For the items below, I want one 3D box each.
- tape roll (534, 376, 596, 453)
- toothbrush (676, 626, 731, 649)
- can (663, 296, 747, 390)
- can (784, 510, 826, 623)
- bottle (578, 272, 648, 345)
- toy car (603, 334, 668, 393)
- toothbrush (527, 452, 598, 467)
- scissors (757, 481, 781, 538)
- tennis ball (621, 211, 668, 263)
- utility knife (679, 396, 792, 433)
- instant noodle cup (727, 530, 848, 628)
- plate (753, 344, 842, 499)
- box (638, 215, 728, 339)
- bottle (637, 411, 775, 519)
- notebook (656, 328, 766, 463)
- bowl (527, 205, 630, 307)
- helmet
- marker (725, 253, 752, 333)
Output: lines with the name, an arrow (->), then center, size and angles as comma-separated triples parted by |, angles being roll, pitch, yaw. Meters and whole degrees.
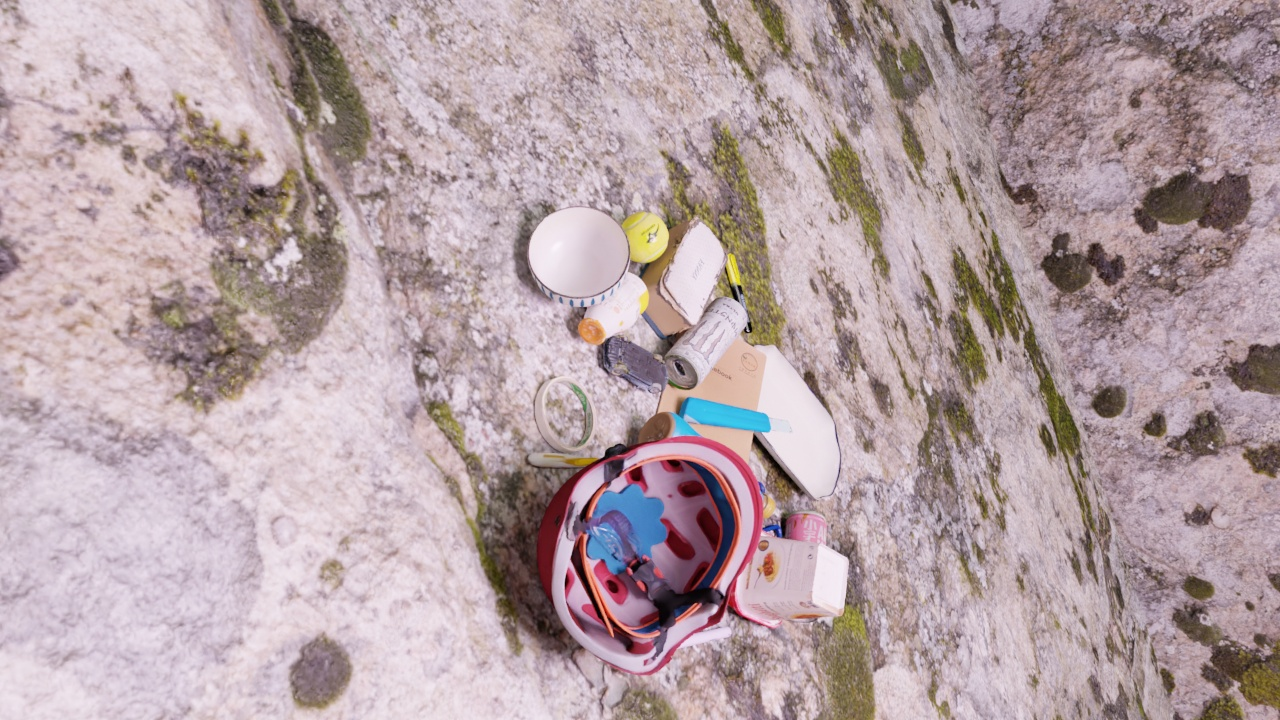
tape roll -> -0.083, 0.061, 1.029 | 0.085, 0.014, 0.085 | 24, 58, -44
toothbrush -> 0.053, 0.333, 1.079 | 0.188, 0.029, 0.021 | 6, 33, -51
can -> 0.086, -0.024, 1.212 | 0.058, 0.058, 0.146 | 58, 46, -17
can -> 0.228, 0.287, 1.280 | 0.058, 0.058, 0.147 | 38, 49, -35
bottle -> -0.035, -0.061, 1.098 | 0.063, 0.063, 0.108 | 57, 40, -17
toy car -> -0.007, 0.007, 1.131 | 0.105, 0.031, 0.048 | 29, 55, -39
toothbrush -> -0.054, 0.115, 1.039 | 0.191, 0.018, 0.016 | 11, 65, -48
scissors -> 0.145, 0.233, 1.240 | 0.160, 0.012, 0.163 | 41, 49, -33
tennis ball -> 0.004, -0.159, 1.184 | 0.065, 0.066, 0.065 | 23, 58, -44
utility knife -> 0.131, 0.077, 1.215 | 0.187, 0.018, 0.034 | 12, 70, -30
instant noodle cup -> 0.191, 0.279, 1.175 | 0.116, 0.124, 0.116 | 34, 59, -40
plate -> 0.218, 0.094, 1.368 | 0.266, 0.034, 0.161 | 48, 44, -27
box -> 0.053, -0.110, 1.232 | 0.090, 0.061, 0.183 | 52, 44, -22
bottle -> 0.091, 0.139, 1.136 | 0.218, 0.065, 0.065 | 36, 50, -31
notebook -> 0.098, 0.040, 1.231 | 0.147, 0.008, 0.207 | 30, 52, -19
bowl -> -0.070, -0.112, 1.057 | 0.066, 0.116, 0.116 | 96, -8, -70
helmet -> -0.003, 0.181, 0.945 | 0.239, 0.144, 0.207 | -38, 105, -21
marker -> 0.148, -0.101, 1.379 | 0.018, 0.015, 0.124 | -13, 87, -49
